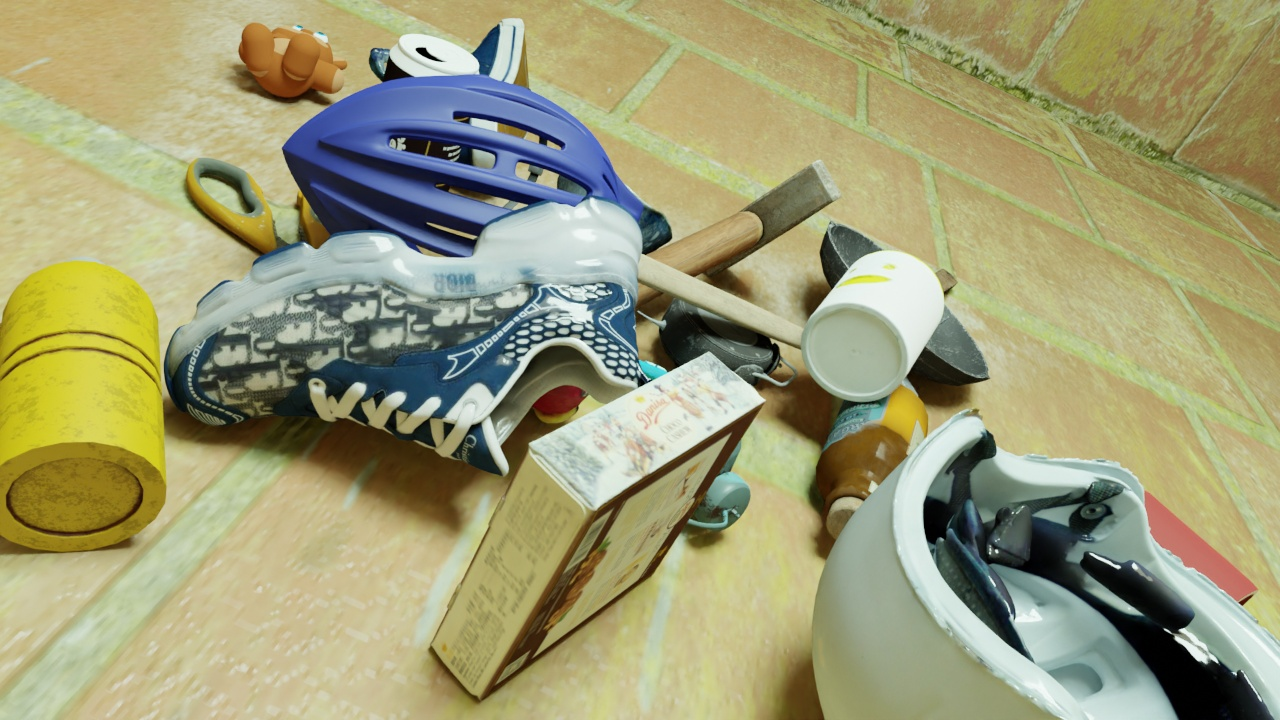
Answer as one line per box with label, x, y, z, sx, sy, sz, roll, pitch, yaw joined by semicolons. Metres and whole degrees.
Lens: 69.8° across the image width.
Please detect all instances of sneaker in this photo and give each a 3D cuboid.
sneaker;-0.112;0.006;0.497;0.269;0.103;0.132;-14;67;-12
sneaker;-0.175;-0.264;0.894;0.127;0.121;0.293;1;36;3

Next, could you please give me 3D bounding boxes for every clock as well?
clock;0.062;-0.010;0.725;0.123;0.044;0.091;40;30;13
clock;0.024;0.063;0.579;0.090;0.053;0.124;15;22;-19

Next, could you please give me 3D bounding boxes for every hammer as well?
hammer;0.114;-0.026;0.725;0.330;0.031;0.119;21;32;-40
hammer;0.027;-0.077;0.740;0.299;0.158;0.037;-30;90;-39

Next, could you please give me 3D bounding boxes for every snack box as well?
snack box;-0.018;0.078;0.449;0.041;0.143;0.146;41;35;19

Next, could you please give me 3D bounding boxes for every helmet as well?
helmet;0.202;0.169;0.456;0.264;0.164;0.236;23;36;-17
helmet;-0.120;-0.133;0.663;0.241;0.148;0.227;14;22;-16

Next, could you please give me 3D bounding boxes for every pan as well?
pan;0.280;-0.062;0.940;0.207;0.040;0.356;48;26;13

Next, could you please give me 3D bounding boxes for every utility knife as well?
utility knife;-0.004;0.004;0.655;0.158;0.015;0.022;25;-11;-26

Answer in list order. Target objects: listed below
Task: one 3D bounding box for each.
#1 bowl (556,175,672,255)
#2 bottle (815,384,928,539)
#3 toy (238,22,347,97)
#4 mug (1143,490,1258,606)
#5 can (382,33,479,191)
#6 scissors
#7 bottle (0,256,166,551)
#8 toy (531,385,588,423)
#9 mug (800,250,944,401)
bowl;-0.032;-0.113;0.781;0.110;0.055;0.110;29;-9;5
bottle;0.162;0.075;0.651;0.068;0.068;0.156;31;32;8
toy;-0.312;-0.282;0.842;0.095;0.065;0.127;19;28;-7
mug;0.387;0.157;0.680;0.116;0.081;0.096;3;38;-43
can;-0.176;-0.185;0.732;0.072;0.129;0.071;18;33;-12
scissors;-0.234;-0.081;0.649;0.165;0.016;0.225;-11;47;-43
bottle;-0.273;0.007;0.446;0.071;0.071;0.163;3;39;-32
toy;-0.095;0.004;0.583;0.137;0.067;0.105;11;50;-13
mug;0.177;-0.027;0.694;0.082;0.083;0.105;33;38;12
